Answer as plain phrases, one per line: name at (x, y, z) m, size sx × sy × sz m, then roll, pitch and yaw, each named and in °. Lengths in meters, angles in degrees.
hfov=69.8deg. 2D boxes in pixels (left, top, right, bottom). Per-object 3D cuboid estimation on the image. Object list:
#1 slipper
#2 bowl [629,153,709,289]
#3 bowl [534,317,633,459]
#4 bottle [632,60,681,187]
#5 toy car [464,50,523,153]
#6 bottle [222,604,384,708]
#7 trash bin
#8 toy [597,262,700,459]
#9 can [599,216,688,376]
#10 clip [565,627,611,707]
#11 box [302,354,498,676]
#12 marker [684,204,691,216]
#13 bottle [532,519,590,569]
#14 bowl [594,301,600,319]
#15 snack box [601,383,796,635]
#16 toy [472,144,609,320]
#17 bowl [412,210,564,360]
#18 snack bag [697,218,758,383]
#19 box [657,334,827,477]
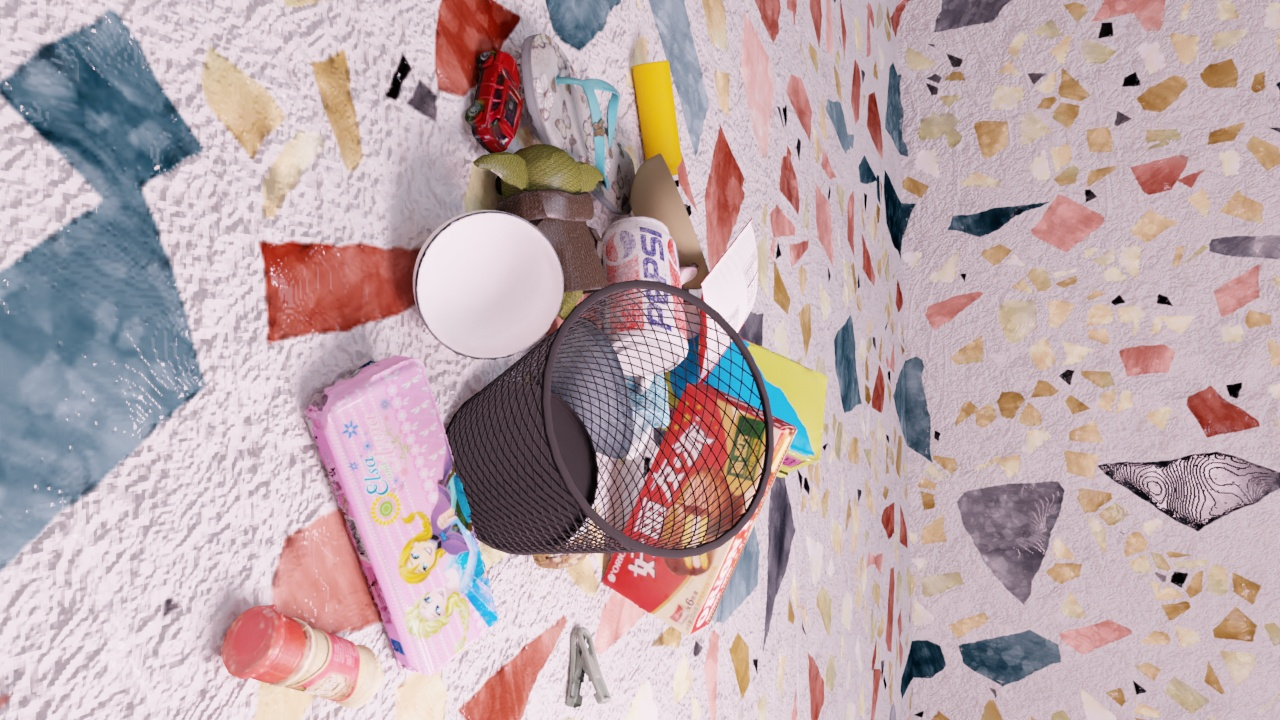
slipper at (-0.042, -0.218, 0.908) m, size 0.269 × 0.055 × 0.098 m, roll 45°, pitch 50°, yaw -64°
bowl at (0.026, -0.143, 0.992) m, size 0.152 × 0.050 × 0.152 m, roll -20°, pitch 88°, yaw -87°
bowl at (-0.062, 0.033, 0.842) m, size 0.057 × 0.137 × 0.137 m, roll -17°, pitch 108°, yaw -23°
bottle at (0.022, -0.273, 1.075) m, size 0.043 × 0.043 × 0.144 m, roll -36°, pitch 121°, yaw -60°
toy car at (-0.122, -0.222, 0.783) m, size 0.042 × 0.036 × 0.091 m, roll 45°, pitch 42°, yaw -57°
bottle at (-0.206, 0.186, 0.571) m, size 0.109 × 0.044 × 0.044 m, roll 52°, pitch 43°, yaw -52°
trash bin at (-0.040, 0.062, 0.680) m, size 0.183 × 0.211 × 0.183 m, roll 12°, pitch 69°, yaw -32°
toy at (-0.006, 0.006, 0.940) m, size 0.131 × 0.106 × 0.205 m, roll 64°, pitch 40°, yaw -62°
can at (0.000, -0.060, 0.861) m, size 0.078 × 0.078 × 0.136 m, roll 42°, pitch 38°, yaw -57°
clip at (-0.055, 0.300, 0.902) m, size 0.023 × 0.059 × 0.076 m, roll 30°, pitch 49°, yaw -62°
box at (-0.171, 0.113, 0.661) m, size 0.084 × 0.053 × 0.230 m, roll -33°, pitch 121°, yaw -41°
marker at (0.033, -0.157, 1.123) m, size 0.140 × 0.016 × 0.016 m, roll -56°, pitch 138°, yaw -50°
bottle at (-0.079, 0.128, 0.825) m, size 0.056 × 0.056 × 0.105 m, roll -40°, pitch 124°, yaw -59°
bowl at (-0.010, -0.084, 1.000) m, size 0.109 × 0.041 × 0.110 m, roll -1°, pitch 90°, yaw -65°
snack box at (0.060, 0.151, 0.952) m, size 0.060 × 0.113 × 0.236 m, roll 7°, pitch 108°, yaw -63°
toy at (-0.082, -0.112, 0.806) m, size 0.179 × 0.078 × 0.153 m, roll -13°, pitch 94°, yaw -59°
bowl at (-0.121, -0.062, 0.711) m, size 0.113 × 0.063 × 0.113 m, roll -6°, pitch 107°, yaw -20°
snack bag at (0.092, -0.058, 0.977) m, size 0.130 × 0.039 × 0.144 m, roll -52°, pitch 152°, yaw -41°
box at (0.105, 0.041, 1.070) m, size 0.221 × 0.081 × 0.124 m, roll 20°, pitch 61°, yaw -21°
